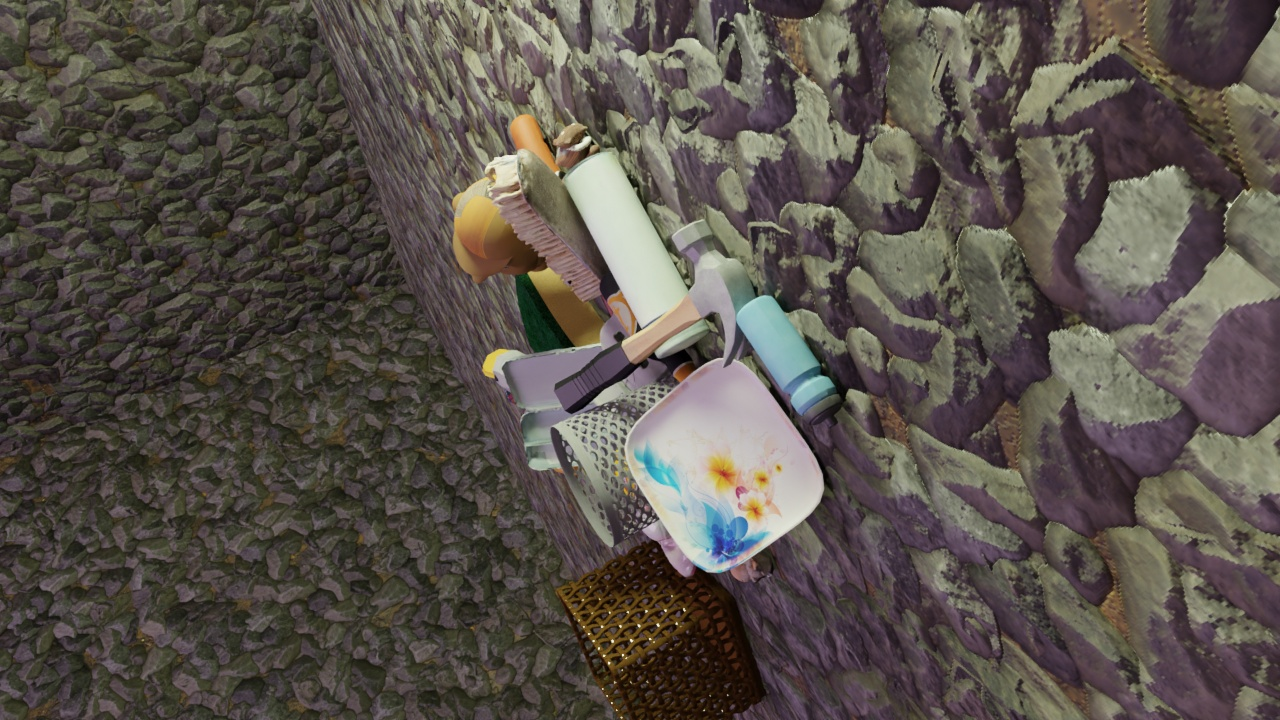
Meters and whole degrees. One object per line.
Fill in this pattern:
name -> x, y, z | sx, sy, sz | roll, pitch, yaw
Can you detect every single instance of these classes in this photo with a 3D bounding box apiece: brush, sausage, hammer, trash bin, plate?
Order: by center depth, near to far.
plate -> 0.084, 0.109, 0.952 | 0.187, 0.187, 0.016 | 56, -153, 15
hammer -> 0.001, -0.016, 0.969 | 0.329, 0.039, 0.131 | -34, 83, 50
brush -> -0.091, -0.151, 1.066 | 0.271, 0.057, 0.083 | 43, -141, -59
trash bin -> 0.010, 0.109, 1.092 | 0.156, 0.183, 0.157 | 56, 162, 28
sausage -> -0.126, -0.253, 1.217 | 0.039, 0.044, 0.164 | -34, 81, 39
brush -> -0.104, -0.021, 1.440 | 0.250, 0.075, 0.195 | 54, 161, 30

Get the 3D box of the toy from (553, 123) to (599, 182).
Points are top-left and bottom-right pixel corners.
toy -> -0.081, -0.246, 1.096 | 0.055, 0.041, 0.102 | 43, 157, -8

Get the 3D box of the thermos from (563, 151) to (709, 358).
thermos -> -0.005, -0.115, 1.009 | 0.230, 0.067, 0.068 | 63, 164, 6

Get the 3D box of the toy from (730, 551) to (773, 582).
toy -> 0.124, 0.242, 1.170 | 0.106, 0.074, 0.085 | 38, -171, 14

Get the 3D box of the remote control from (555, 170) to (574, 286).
remote control -> -0.090, -0.166, 1.168 | 0.045, 0.008, 0.146 | 8, -105, -66

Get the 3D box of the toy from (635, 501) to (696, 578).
toy -> 0.030, 0.220, 1.387 | 0.159, 0.084, 0.194 | -151, 44, -76

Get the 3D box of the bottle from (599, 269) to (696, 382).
bottle -> 0.020, -0.033, 1.068 | 0.181, 0.059, 0.059 | 56, 162, 25

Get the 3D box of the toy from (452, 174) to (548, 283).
toy -> -0.186, -0.177, 1.237 | 0.198, 0.162, 0.203 | 23, -174, 3

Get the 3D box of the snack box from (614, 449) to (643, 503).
snack box -> 0.022, 0.134, 1.231 | 0.061, 0.105, 0.084 | 56, 162, 25

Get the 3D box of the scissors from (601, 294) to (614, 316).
scissors -> -0.058, -0.123, 1.256 | 0.187, 0.015, 0.147 | 58, 163, 27

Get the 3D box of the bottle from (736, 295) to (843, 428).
bottle -> 0.133, 0.004, 0.807 | 0.130, 0.040, 0.040 | 58, 163, 19

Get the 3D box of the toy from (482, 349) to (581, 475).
toy -> -0.150, 0.089, 1.587 | 0.247, 0.140, 0.268 | 27, 158, 41

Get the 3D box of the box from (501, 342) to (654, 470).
box -> -0.082, 0.064, 1.307 | 0.061, 0.210, 0.193 | -59, -43, -70

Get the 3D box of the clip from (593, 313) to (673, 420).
clip -> -0.008, 0.008, 1.197 | 0.124, 0.074, 0.144 | 49, 133, 36

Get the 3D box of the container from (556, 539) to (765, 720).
container -> 0.031, 0.465, 1.512 | 0.252, 0.213, 0.220 | 33, 145, 61
